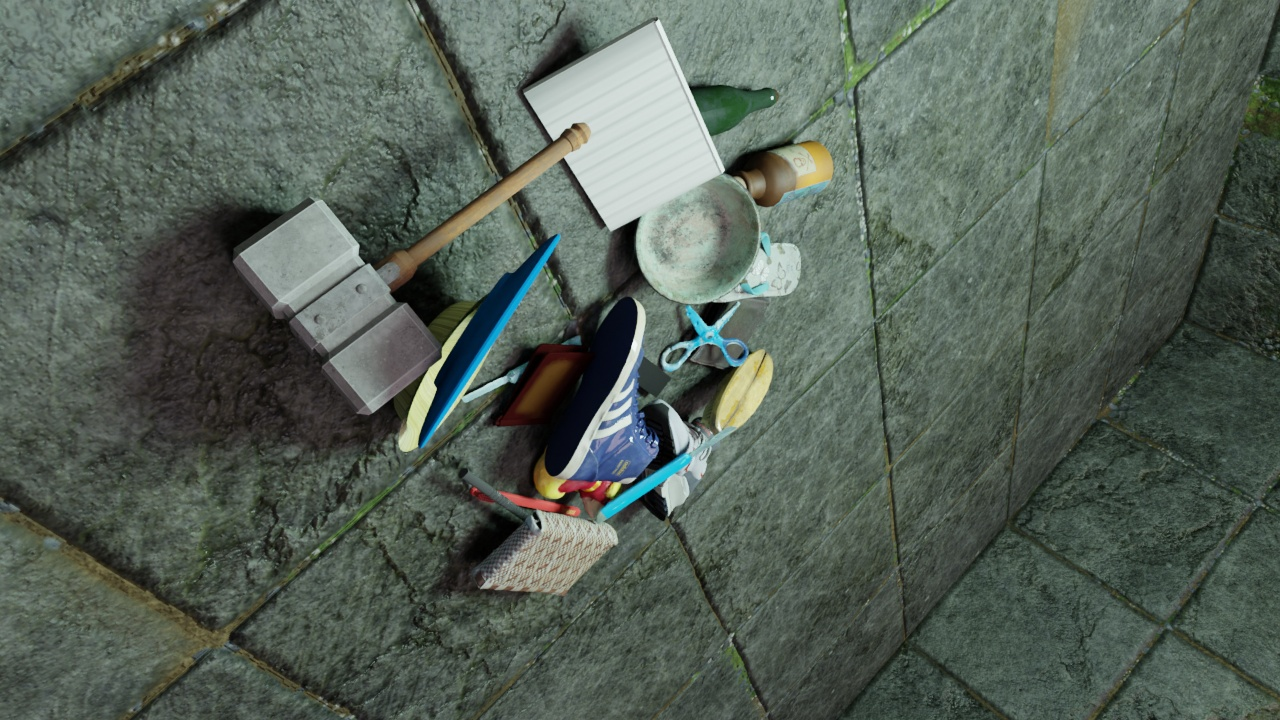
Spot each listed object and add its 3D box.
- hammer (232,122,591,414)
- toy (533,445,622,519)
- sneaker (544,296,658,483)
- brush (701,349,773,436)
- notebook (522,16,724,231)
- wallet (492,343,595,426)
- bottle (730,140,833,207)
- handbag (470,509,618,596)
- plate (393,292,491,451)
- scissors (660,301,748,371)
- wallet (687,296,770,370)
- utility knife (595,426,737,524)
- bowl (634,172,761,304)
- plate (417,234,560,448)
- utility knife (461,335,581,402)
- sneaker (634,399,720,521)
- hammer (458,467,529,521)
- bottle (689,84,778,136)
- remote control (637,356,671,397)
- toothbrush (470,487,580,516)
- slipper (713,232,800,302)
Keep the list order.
[{"bbox_3d":[-0.162,-0.114,0.788,0.317,0.083,0.163,-41,99,-18],"label":"hammer"},{"bbox_3d":[-0.077,0.141,1.179,0.105,0.067,0.137,-54,132,-5],"label":"toy"},{"bbox_3d":[-0.012,0.050,1.105,0.118,0.091,0.233,20,98,-34],"label":"sneaker"},{"bbox_3d":[0.139,0.047,1.297,0.043,0.059,0.194,-34,-168,43],"label":"brush"},{"bbox_3d":[-0.009,-0.232,0.936,0.143,0.009,0.210,-26,142,7],"label":"notebook"},{"bbox_3d":[-0.111,0.032,1.066,0.091,0.018,0.116,1,128,-53],"label":"wallet"},{"bbox_3d":[0.166,-0.227,1.139,0.156,0.068,0.068,-22,133,-36],"label":"bottle"},{"bbox_3d":[-0.119,0.248,1.181,0.124,0.047,0.185,-46,147,11],"label":"handbag"},{"bbox_3d":[-0.198,0.001,0.905,0.184,0.036,0.184,-59,176,-7],"label":"plate"},{"bbox_3d":[0.092,-0.025,1.228,0.139,0.011,0.134,35,103,-33],"label":"scissors"},{"bbox_3d":[0.121,-0.046,1.269,0.099,0.031,0.120,12,111,-49],"label":"wallet"},{"bbox_3d":[0.032,0.146,1.189,0.221,0.015,0.031,-32,145,0],"label":"utility knife"},{"bbox_3d":[0.062,-0.146,1.075,0.157,0.038,0.157,-6,110,-17],"label":"bowl"},{"bbox_3d":[-0.142,-0.023,0.813,0.224,0.024,0.224,-55,-172,11],"label":"plate"},{"bbox_3d":[-0.132,0.012,1.044,0.165,0.015,0.022,-29,136,-33],"label":"utility knife"},{"bbox_3d":[0.054,0.116,1.287,0.124,0.089,0.240,-36,149,-30],"label":"sneaker"},{"bbox_3d":[-0.149,0.202,1.155,0.095,0.015,0.325,-45,147,-6],"label":"hammer"},{"bbox_3d":[0.092,-0.282,1.026,0.173,0.055,0.055,-24,134,-36],"label":"bottle"},{"bbox_3d":[-0.007,0.007,1.180,0.034,0.013,0.150,-52,143,0],"label":"remote control"},{"bbox_3d":[-0.139,0.184,1.172,0.212,0.018,0.012,25,98,-53],"label":"toothbrush"},{"bbox_3d":[0.144,-0.119,1.192,0.268,0.055,0.098,3,97,-49],"label":"slipper"}]
